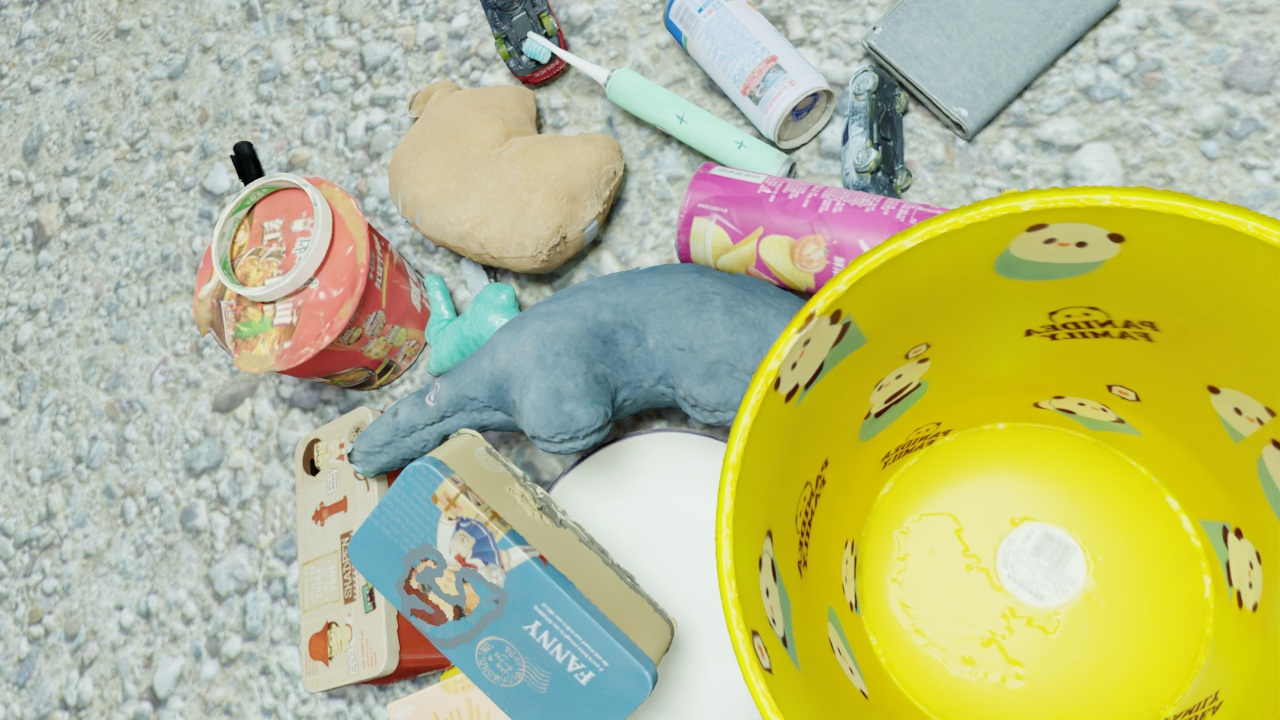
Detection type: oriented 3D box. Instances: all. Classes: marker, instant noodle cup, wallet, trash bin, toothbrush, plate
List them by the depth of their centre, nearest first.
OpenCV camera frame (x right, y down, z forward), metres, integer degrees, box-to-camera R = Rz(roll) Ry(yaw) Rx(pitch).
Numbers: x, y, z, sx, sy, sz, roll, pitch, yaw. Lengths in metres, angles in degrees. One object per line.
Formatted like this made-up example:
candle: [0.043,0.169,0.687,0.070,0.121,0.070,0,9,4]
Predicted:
trash bin: [0.172,0.087,0.390,0.230,0.255,0.229,-6,72,17]
plate: [0.017,0.138,0.549,0.193,0.039,0.192,-6,72,18]
wallet: [0.220,-0.220,0.589,0.130,0.037,0.106,-43,76,4]
toothbrush: [0.008,-0.178,0.637,0.224,0.026,0.027,33,106,16]
instant noodle cup: [-0.220,-0.045,0.649,0.138,0.108,0.137,-6,72,18]
marker: [-0.313,-0.128,0.757,0.022,0.020,0.132,-30,66,6]

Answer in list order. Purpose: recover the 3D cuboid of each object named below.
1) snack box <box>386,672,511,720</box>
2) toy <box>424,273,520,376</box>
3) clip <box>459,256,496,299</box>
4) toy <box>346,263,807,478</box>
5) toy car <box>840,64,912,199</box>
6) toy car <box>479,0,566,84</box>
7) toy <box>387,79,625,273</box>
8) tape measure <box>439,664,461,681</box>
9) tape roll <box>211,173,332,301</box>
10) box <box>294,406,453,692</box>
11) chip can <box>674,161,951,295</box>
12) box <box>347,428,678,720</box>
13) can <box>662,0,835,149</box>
snack box: [-0.087,0.262,0.536,0.085,0.026,0.157,-28,75,20]
toy: [-0.121,-0.025,0.643,0.092,0.030,0.096,-25,75,26]
clip: [-0.113,-0.050,0.663,0.025,0.029,0.057,-22,74,17]
toy: [-0.003,0.003,0.555,0.356,0.091,0.137,-9,46,6]
toy car: [0.149,-0.144,0.588,0.034,0.043,0.090,-12,72,51]
toy car: [-0.093,-0.266,0.707,0.053,0.045,0.120,-24,73,10]
toy: [-0.120,-0.144,0.664,0.226,0.083,0.143,35,64,27]
tape measure: [-0.089,0.196,0.573,0.057,0.028,0.060,42,104,22]
tape roll: [-0.241,-0.081,0.599,0.086,0.014,0.085,-6,72,18]
box: [-0.168,0.123,0.601,0.092,0.076,0.168,-24,64,32]
chip can: [0.129,-0.068,0.555,0.211,0.071,0.071,16,80,24]
box: [-0.063,0.127,0.490,0.184,0.059,0.090,41,114,7]
can: [0.073,-0.206,0.626,0.053,0.053,0.134,-38,66,5]
